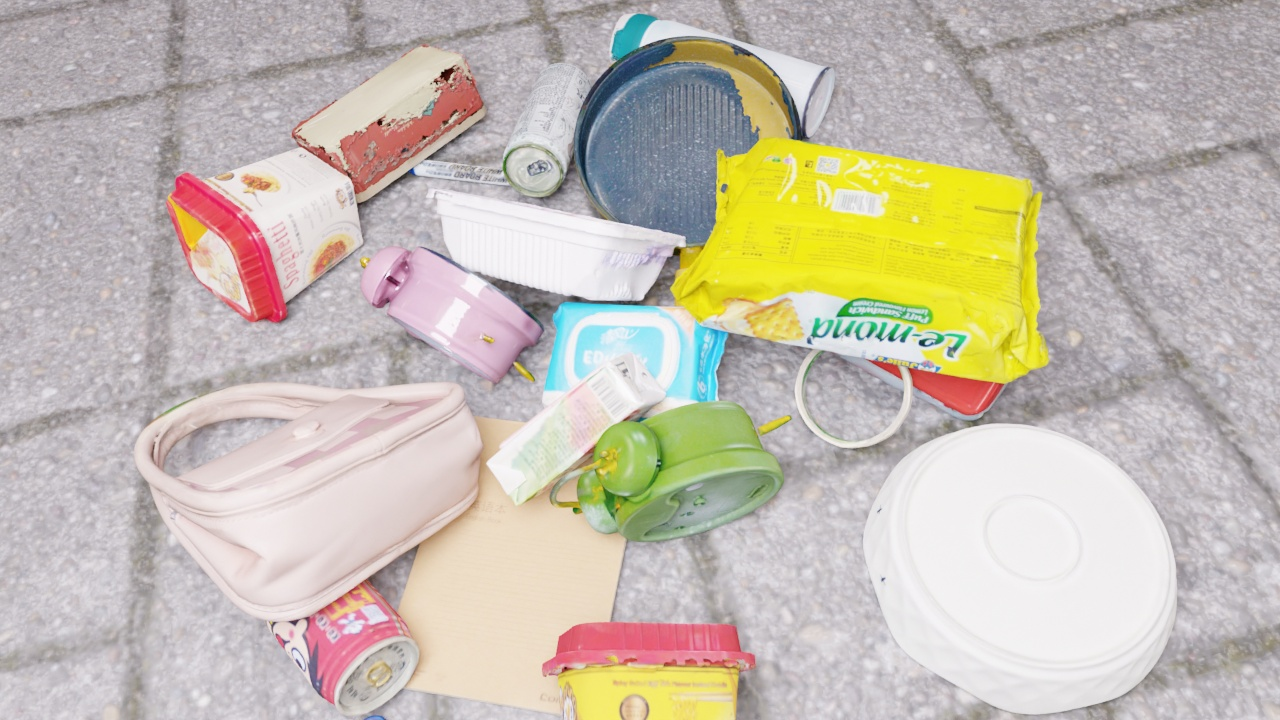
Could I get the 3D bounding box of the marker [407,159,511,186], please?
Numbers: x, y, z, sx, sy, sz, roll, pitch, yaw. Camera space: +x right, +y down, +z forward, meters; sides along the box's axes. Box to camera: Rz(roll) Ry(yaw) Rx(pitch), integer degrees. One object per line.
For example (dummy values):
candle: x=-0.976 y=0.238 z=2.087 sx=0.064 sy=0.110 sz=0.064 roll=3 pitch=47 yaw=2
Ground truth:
marker: x=-0.151 y=-0.176 z=0.869 sx=0.146 sy=0.017 sz=0.016 roll=9 pitch=57 yaw=10

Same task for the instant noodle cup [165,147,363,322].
instant noodle cup: x=-0.315 y=-0.114 z=0.789 sx=0.117 sy=0.117 sz=0.124 roll=32 pitch=51 yaw=23

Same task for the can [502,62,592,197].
can: x=-0.084 y=-0.216 z=0.853 sx=0.058 sy=0.058 sz=0.146 roll=5 pitch=46 yaw=7

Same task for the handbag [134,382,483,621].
handbag: x=-0.247 y=0.067 z=0.641 sx=0.234 sy=0.093 sz=0.192 roll=15 pitch=27 yaw=33

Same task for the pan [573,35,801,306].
pan: x=0.042 y=-0.114 z=0.775 sx=0.198 sy=0.078 sz=0.357 roll=-3 pitch=77 yaw=5

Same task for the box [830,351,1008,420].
box: x=0.199 y=-0.036 z=0.728 sx=0.201 sy=0.095 sz=0.097 roll=32 pitch=29 yaw=22

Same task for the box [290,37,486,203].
box: x=-0.238 y=-0.233 z=0.866 sx=0.091 sy=0.077 sz=0.168 roll=27 pitch=61 yaw=38

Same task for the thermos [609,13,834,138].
thermos: x=0.074 y=-0.285 z=0.900 sx=0.224 sy=0.073 sz=0.073 roll=24 pitch=61 yaw=19

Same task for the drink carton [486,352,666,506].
drink carton: x=-0.046 y=0.046 z=0.636 sx=0.123 sy=0.053 sz=0.045 roll=-39 pitch=84 yaw=20

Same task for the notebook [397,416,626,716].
notebook: x=-0.087 y=0.138 z=0.656 sx=0.149 sy=0.012 sz=0.211 roll=6 pitch=57 yaw=10

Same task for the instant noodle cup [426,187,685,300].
instant noodle cup: x=-0.067 y=-0.087 z=0.709 sx=0.174 sy=0.137 sz=0.060 roll=14 pitch=99 yaw=27

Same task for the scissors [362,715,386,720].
scissors: x=-0.143 y=0.294 z=0.554 sx=0.173 sy=0.012 sz=0.162 roll=-31 pitch=60 yaw=-15

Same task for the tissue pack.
tissue pack: x=-0.004 y=0.004 z=0.688 sx=0.140 sy=0.063 sz=0.090 roll=4 pitch=74 yaw=18

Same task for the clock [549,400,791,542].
clock: x=0.018 y=0.077 z=0.617 sx=0.161 sy=0.116 sz=0.056 roll=-7 pitch=61 yaw=-21

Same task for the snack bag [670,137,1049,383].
snack bag: x=0.159 y=-0.081 z=0.645 sx=0.247 sy=0.068 sz=0.157 roll=11 pitch=56 yaw=12

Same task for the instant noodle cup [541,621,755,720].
instant noodle cup: x=0.003 y=0.221 z=0.532 sx=0.116 sy=0.116 sz=0.123 roll=5 pitch=67 yaw=-12

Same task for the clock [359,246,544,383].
clock: x=-0.154 y=-0.041 z=0.720 sx=0.158 sy=0.117 sz=0.059 roll=30 pitch=82 yaw=22

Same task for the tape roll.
tape roll: x=0.159 y=0.023 z=0.687 sx=0.086 sy=0.014 sz=0.085 roll=-2 pitch=86 yaw=25

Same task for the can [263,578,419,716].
can: x=-0.195 y=0.176 z=0.597 sx=0.094 sy=0.067 sz=0.066 roll=34 pitch=64 yaw=32

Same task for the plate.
plate: x=0.258 y=0.128 z=0.620 sx=0.205 sy=0.046 sz=0.204 roll=-2 pitch=57 yaw=3
